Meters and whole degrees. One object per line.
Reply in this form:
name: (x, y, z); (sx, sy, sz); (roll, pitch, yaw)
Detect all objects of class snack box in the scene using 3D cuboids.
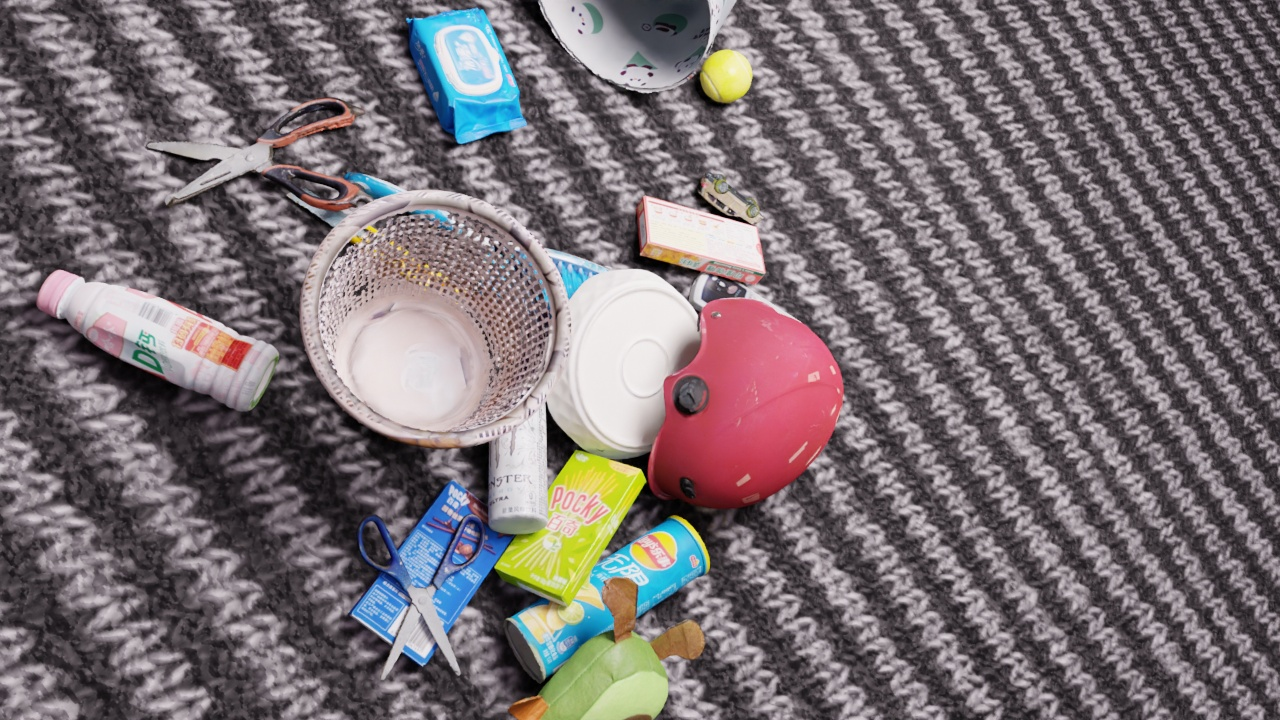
snack box: (0.072, -0.143, 1.097); (0.155, 0.027, 0.076); (12, 51, -21)
snack box: (-0.068, 0.164, 0.922); (0.156, 0.086, 0.026); (-55, 144, -30)
snack box: (-0.198, 0.203, 0.887); (0.084, 0.026, 0.156); (39, 63, -10)

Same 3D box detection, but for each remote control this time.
remote control: (0.129, -0.057, 1.113); (0.150, 0.021, 0.058); (31, 64, -14)

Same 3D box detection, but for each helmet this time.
helmet: (0.123, 0.061, 0.962); (0.207, 0.144, 0.240); (38, 77, -55)

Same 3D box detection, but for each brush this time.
brush: (-0.167, -0.111, 0.982); (0.314, 0.061, 0.109); (14, 64, -18)

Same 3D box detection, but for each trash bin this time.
trash bin: (0.033, -0.490, 1.092); (0.229, 0.230, 0.251); (38, 57, -10)
trash bin: (-0.198, -0.016, 0.852); (0.227, 0.193, 0.227); (6, 74, -20)

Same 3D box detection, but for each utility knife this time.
utility knife: (-0.267, -0.113, 0.954); (0.219, 0.015, 0.033); (34, 63, -12)

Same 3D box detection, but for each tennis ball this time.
tennis ball: (0.109, -0.362, 1.168); (0.065, 0.066, 0.065); (7, 72, -23)

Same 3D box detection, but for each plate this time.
plate: (-0.006, 0.006, 0.979); (0.204, 0.046, 0.205); (-3, 96, -35)

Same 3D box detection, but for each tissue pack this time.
tissue pack: (-0.194, -0.321, 1.027); (0.094, 0.052, 0.157); (-20, 84, -27)

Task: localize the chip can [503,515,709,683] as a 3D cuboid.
chip can: (-0.031, 0.237, 0.928); (0.209, 0.071, 0.071); (-27, 87, -28)

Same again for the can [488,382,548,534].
can: (-0.123, 0.097, 0.919); (0.058, 0.058, 0.146); (8, 59, -22)

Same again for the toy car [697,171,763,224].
toy car: (0.113, -0.198, 1.136); (0.090, 0.035, 0.042); (33, 21, -12)

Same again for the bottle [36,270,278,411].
bottle: (-0.433, -0.021, 0.827); (0.197, 0.068, 0.068); (25, 66, -12)

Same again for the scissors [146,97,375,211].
scissors: (-0.370, -0.206, 0.923); (0.226, 0.015, 0.188); (16, 58, -8)

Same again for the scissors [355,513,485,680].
scissors: (-0.204, 0.210, 0.859); (0.162, 0.012, 0.176); (-42, 94, -28)

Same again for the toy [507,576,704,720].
toy: (-0.045, 0.328, 0.858); (0.246, 0.090, 0.227); (-53, 134, -2)
